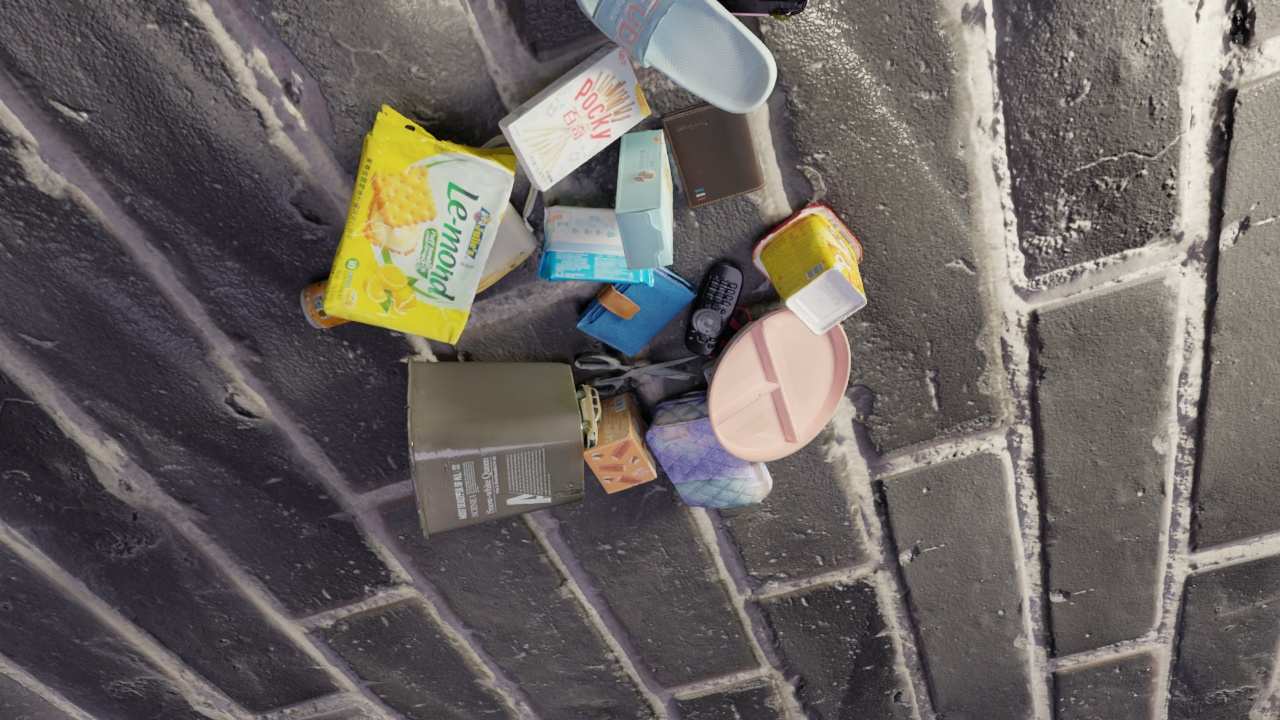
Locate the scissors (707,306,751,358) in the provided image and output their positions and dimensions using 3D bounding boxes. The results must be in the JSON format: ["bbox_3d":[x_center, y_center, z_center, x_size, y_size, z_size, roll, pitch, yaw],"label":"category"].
[{"bbox_3d":[0.154,-0.026,1.241,0.136,0.017,0.105,12,113,-11],"label":"scissors"}]

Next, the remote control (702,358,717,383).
[{"bbox_3d":[0.135,0.053,1.311,0.058,0.021,0.150,-17,130,9],"label":"remote control"}]

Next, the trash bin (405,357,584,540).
[{"bbox_3d":[-0.193,0.107,1.223,0.219,0.198,0.199,-5,130,-9],"label":"trash bin"}]

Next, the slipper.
[{"bbox_3d":[0.031,-0.334,0.919,0.245,0.074,0.104,35,119,-12],"label":"slipper"}]

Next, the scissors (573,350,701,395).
[{"bbox_3d":[-0.011,0.014,1.249,0.159,0.014,0.174,24,138,-30],"label":"scissors"}]

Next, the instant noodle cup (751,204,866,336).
[{"bbox_3d":[0.213,-0.106,1.119,0.116,0.123,0.116,-36,124,22],"label":"instant noodle cup"}]

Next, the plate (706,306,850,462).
[{"bbox_3d":[0.185,0.030,1.238,0.229,0.028,0.230,-12,118,-24],"label":"plate"}]

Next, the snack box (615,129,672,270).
[{"bbox_3d":[0.006,-0.179,1.006,0.052,0.174,0.074,-6,131,7],"label":"snack box"}]

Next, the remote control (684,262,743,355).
[{"bbox_3d":[0.096,-0.068,1.198,0.053,0.024,0.137,19,120,-1],"label":"remote control"}]

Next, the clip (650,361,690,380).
[{"bbox_3d":[0.041,0.015,1.272,0.057,0.029,0.024,3,128,1],"label":"clip"}]

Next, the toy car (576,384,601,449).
[{"bbox_3d":[-0.071,0.077,1.248,0.035,0.090,0.042,-4,145,-8],"label":"toy car"}]

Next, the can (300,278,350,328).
[{"bbox_3d":[-0.338,-0.084,1.127,0.146,0.058,0.058,-16,129,8],"label":"can"}]

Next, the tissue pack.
[{"bbox_3d":[-0.051,-0.135,1.093,0.140,0.063,0.090,2,94,-5],"label":"tissue pack"}]

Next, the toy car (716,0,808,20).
[{"bbox_3d":[0.113,-0.382,0.938,0.122,0.037,0.056,5,130,7],"label":"toy car"}]

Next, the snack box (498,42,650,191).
[{"bbox_3d":[-0.068,-0.260,0.980,0.156,0.027,0.085,-39,129,-12],"label":"snack box"}]

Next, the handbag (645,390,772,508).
[{"bbox_3d":[0.099,0.130,1.327,0.134,0.075,0.194,-9,132,25],"label":"handbag"}]

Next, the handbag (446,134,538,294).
[{"bbox_3d":[-0.186,-0.182,1.064,0.179,0.063,0.163,-31,126,9],"label":"handbag"}]

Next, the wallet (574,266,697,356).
[{"bbox_3d":[-0.007,-0.069,1.187,0.106,0.040,0.133,29,121,-31],"label":"wallet"}]

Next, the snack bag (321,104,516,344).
[{"bbox_3d":[-0.244,-0.139,1.000,0.158,0.068,0.247,14,115,-23],"label":"snack bag"}]

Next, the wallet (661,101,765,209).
[{"bbox_3d":[0.086,-0.242,1.063,0.096,0.020,0.122,-16,127,8],"label":"wallet"}]

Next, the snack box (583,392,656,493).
[{"bbox_3d":[-0.032,0.117,1.302,0.077,0.092,0.094,-21,129,12],"label":"snack box"}]
